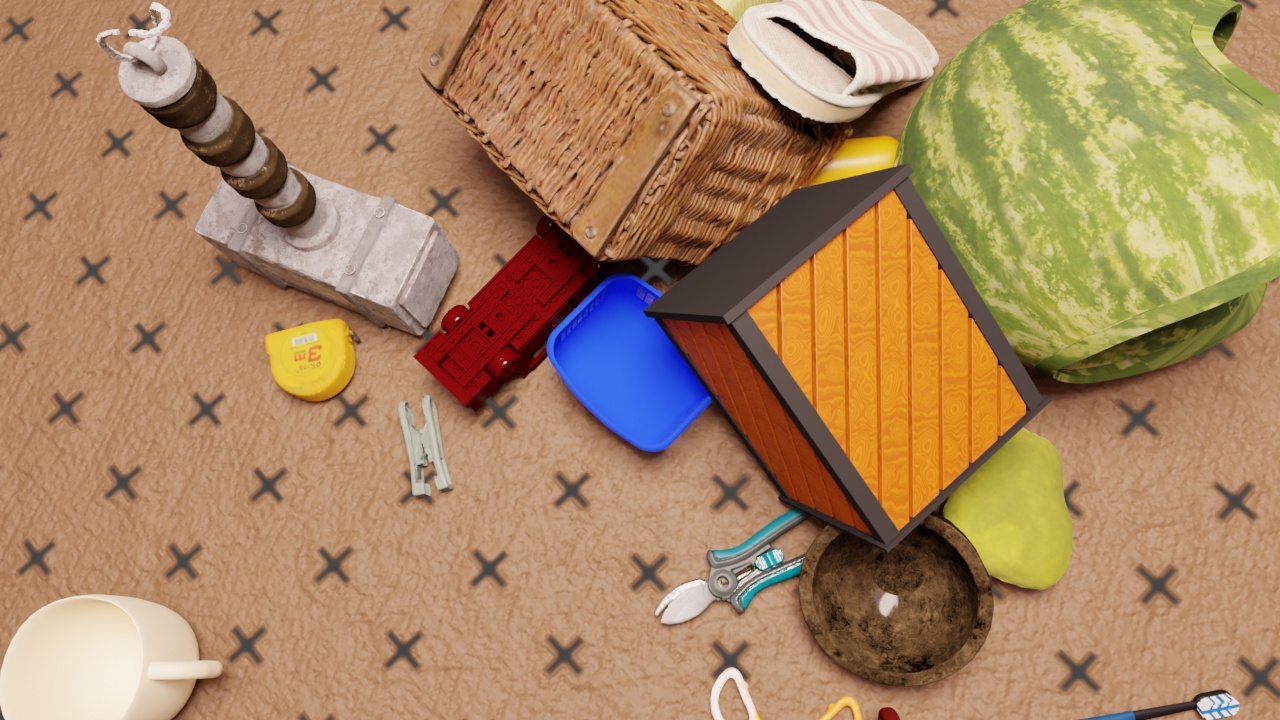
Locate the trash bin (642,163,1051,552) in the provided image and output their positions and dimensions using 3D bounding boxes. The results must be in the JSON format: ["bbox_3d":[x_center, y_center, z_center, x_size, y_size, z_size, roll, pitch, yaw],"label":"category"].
[{"bbox_3d":[0.125,-0.005,0.586,0.139,0.140,0.172,-39,104,-11],"label":"trash bin"}]

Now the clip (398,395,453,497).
[{"bbox_3d":[-0.163,0.064,0.693,0.044,0.023,0.076,-14,76,-1],"label":"clip"}]

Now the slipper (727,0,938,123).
[{"bbox_3d":[0.155,-0.226,0.650,0.115,0.052,0.262,45,39,11],"label":"slipper"}]

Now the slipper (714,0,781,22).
[{"bbox_3d":[0.084,-0.316,0.743,0.081,0.092,0.190,36,77,15],"label":"slipper"}]

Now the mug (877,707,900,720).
[{"bbox_3d":[0.165,0.274,0.575,0.073,0.082,0.105,-6,74,3],"label":"mug"}]

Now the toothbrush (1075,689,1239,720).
[{"bbox_3d":[0.309,0.241,0.608,0.168,0.014,0.014,-12,108,2],"label":"toothbrush"}]

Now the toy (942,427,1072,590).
[{"bbox_3d":[0.258,0.098,0.633,0.090,0.051,0.109,21,75,7],"label":"toy"}]

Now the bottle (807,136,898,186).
[{"bbox_3d":[0.152,-0.149,0.713,0.144,0.043,0.043,-4,74,4],"label":"bottle"}]

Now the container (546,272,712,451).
[{"bbox_3d":[-0.004,0.004,0.669,0.114,0.058,0.096,44,82,2],"label":"container"}]

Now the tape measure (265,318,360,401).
[{"bbox_3d":[-0.252,0.002,0.712,0.068,0.030,0.059,-15,74,3],"label":"tape measure"}]

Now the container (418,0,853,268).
[{"bbox_3d":[-0.017,-0.182,0.636,0.250,0.182,0.163,46,118,15],"label":"container"}]

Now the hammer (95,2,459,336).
[{"bbox_3d":[-0.245,-0.120,0.591,0.177,0.326,0.079,21,77,10],"label":"hammer"}]

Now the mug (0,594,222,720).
[{"bbox_3d":[-0.346,0.211,0.626,0.120,0.100,0.096,-1,72,2],"label":"mug"}]

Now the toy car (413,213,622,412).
[{"bbox_3d":[-0.085,-0.039,0.693,0.070,0.062,0.169,41,82,14],"label":"toy car"}]

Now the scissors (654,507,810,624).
[{"bbox_3d":[0.085,0.149,0.650,0.146,0.019,0.133,18,76,8],"label":"scissors"}]

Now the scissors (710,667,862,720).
[{"bbox_3d":[0.091,0.263,0.622,0.125,0.011,0.131,-40,74,-8],"label":"scissors"}]

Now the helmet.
[{"bbox_3d":[0.289,-0.120,0.605,0.244,0.213,0.247,-20,71,17],"label":"helmet"}]

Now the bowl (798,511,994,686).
[{"bbox_3d":[0.171,0.149,0.617,0.121,0.056,0.121,3,99,19],"label":"bowl"}]
